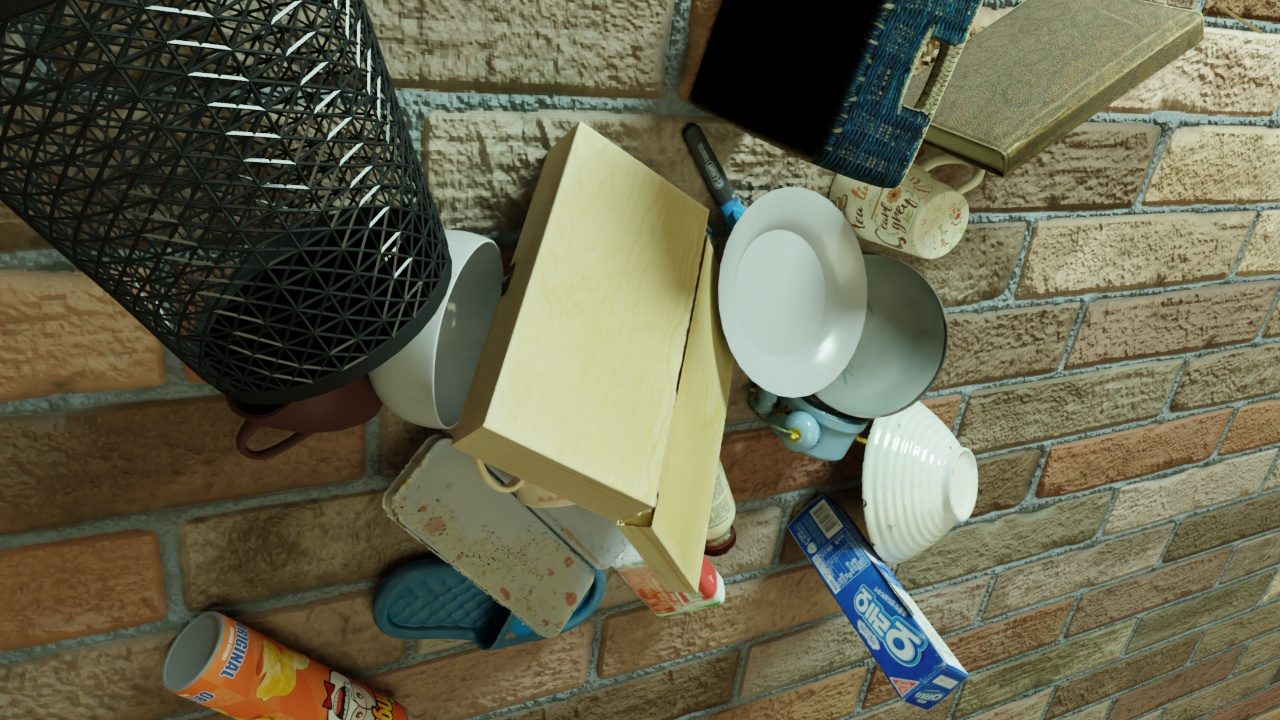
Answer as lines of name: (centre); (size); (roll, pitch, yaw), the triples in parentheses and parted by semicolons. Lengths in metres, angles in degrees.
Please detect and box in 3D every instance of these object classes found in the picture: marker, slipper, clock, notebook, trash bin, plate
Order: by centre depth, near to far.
trash bin: (-0.221, -0.117, 0.476); (0.216, 0.217, 0.243); (-31, 134, -11)
notebook: (0.330, -0.226, 0.731); (0.215, 0.190, 0.034); (-35, 130, -10)
marker: (0.065, -0.139, 0.740); (0.018, 0.015, 0.123); (-38, 127, -4)
plate: (0.125, -0.056, 0.766); (0.172, 0.019, 0.173); (-2, 94, -36)
slipper: (-0.128, 0.217, 0.809); (0.213, 0.059, 0.104); (5, 116, -30)
clock: (0.154, 0.051, 0.855); (0.124, 0.088, 0.052); (8, 119, -35)

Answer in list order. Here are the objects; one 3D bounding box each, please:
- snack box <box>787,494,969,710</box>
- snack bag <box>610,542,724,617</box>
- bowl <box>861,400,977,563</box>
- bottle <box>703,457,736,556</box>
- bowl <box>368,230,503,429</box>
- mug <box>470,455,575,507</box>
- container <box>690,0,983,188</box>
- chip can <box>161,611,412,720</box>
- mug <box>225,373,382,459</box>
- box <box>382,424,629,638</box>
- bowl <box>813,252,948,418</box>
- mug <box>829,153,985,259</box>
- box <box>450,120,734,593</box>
snack box: (0.229, 0.234, 0.914); (0.059, 0.226, 0.059); (-46, 131, 11)
snack bag: (0.026, 0.203, 0.883); (0.077, 0.036, 0.116); (-18, 134, 18)
bowl: (0.297, 0.123, 0.937); (0.177, 0.071, 0.177); (-1, 91, -50)
bottle: (0.054, 0.117, 0.855); (0.056, 0.056, 0.162); (-29, 128, -13)
bowl: (-0.146, -0.024, 0.626); (0.064, 0.131, 0.132); (13, 116, 7)
mug: (-0.074, 0.050, 0.677); (0.111, 0.085, 0.104); (-15, 101, -31)
container: (0.121, -0.213, 0.618); (0.071, 0.187, 0.145); (9, 112, -29)
chip can: (-0.281, 0.277, 0.752); (0.062, 0.062, 0.210); (-43, 129, -2)
mug: (-0.227, 0.023, 0.627); (0.114, 0.087, 0.088); (-52, 147, -1)
box: (-0.096, 0.119, 0.754); (0.148, 0.043, 0.216); (-48, 126, -13)
bowl: (0.199, -0.023, 0.841); (0.150, 0.057, 0.150); (0, 92, -9)
mug: (0.240, -0.141, 0.785); (0.122, 0.097, 0.081); (-32, 128, -10)
box: (0.001, 0.002, 0.654); (0.261, 0.097, 0.246); (48, 45, -44)
